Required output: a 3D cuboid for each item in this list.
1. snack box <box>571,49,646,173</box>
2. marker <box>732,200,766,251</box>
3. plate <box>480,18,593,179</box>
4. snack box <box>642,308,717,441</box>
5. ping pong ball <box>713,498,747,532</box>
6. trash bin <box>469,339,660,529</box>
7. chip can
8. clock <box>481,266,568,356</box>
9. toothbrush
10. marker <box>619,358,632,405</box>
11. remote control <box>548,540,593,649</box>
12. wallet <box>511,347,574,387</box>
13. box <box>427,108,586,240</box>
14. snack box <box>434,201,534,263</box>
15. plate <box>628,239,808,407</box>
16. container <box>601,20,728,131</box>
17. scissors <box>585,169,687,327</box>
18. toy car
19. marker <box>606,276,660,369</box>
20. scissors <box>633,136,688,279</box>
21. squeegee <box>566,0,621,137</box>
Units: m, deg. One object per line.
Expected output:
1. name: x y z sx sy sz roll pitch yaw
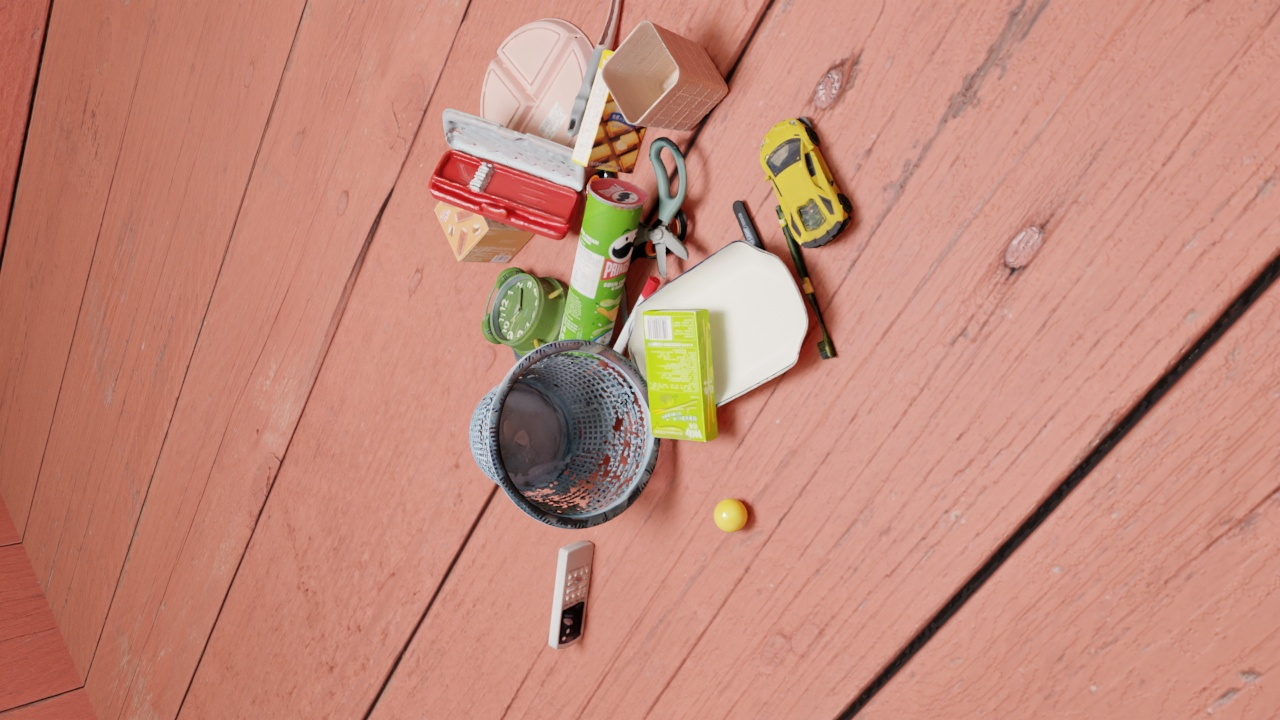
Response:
1. snack box: -0.028 -0.306 1.141 0.034 0.086 0.140 30 112 35
2. marker: 0.134 -0.131 1.068 0.018 0.015 0.124 -31 75 38
3. plate: -0.145 -0.357 1.271 0.230 0.028 0.229 4 96 38
4. snack box: 0.046 0.017 1.096 0.086 0.026 0.156 1 100 42
5. ping pong ball: 0.108 0.186 1.100 0.040 0.040 0.040 4 96 39
6. trash bin: -0.119 0.093 1.173 0.195 0.226 0.226 -7 89 61
7. chip can: -0.053 -0.108 1.151 0.072 0.072 0.237 39 130 30
8. clock: -0.165 -0.069 1.276 0.161 0.056 0.116 19 89 45
9. toothbrush: 0.183 -0.089 1.035 0.017 0.012 0.185 -28 76 48
10. marker: -0.007 0.007 1.197 0.018 0.015 0.124 31 115 32
11. remote control: -0.095 0.324 1.266 0.021 0.058 0.150 15 103 37
12. wallet: -0.135 0.001 1.299 0.097 0.019 0.120 -25 80 37
13. box: -0.177 -0.246 1.208 0.201 0.101 0.102 19 69 4
14. snack box: -0.221 -0.199 1.303 0.077 0.092 0.094 -39 69 34
15. plate: 0.091 -0.033 1.088 0.267 0.034 0.162 -32 78 41
16. container: 0.032 -0.326 1.074 0.090 0.110 0.090 -40 69 34
17. scissors: -0.019 -0.145 1.193 0.221 0.021 0.233 -16 84 44
18. toy car: 0.177 -0.196 1.013 0.071 0.041 0.155 -30 74 36
19. marker: -0.011 -0.046 1.178 0.017 0.017 0.146 46 126 27
20. scissors: 0.016 -0.196 1.125 0.170 0.019 0.181 43 121 33
21. squeegee: -0.051 -0.405 1.175 0.248 0.040 0.249 19 96 29
